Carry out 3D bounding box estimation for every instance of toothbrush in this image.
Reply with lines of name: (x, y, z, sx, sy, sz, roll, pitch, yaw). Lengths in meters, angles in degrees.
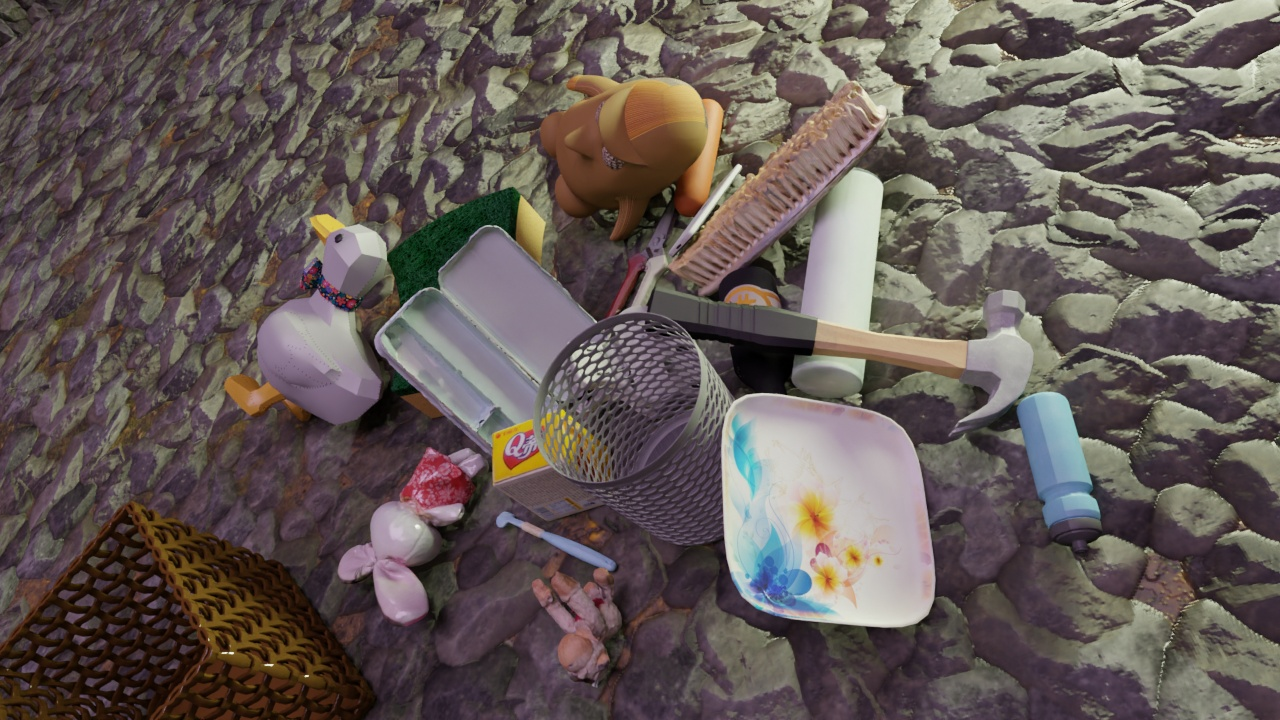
toothbrush: (-0.086, 0.182, 0.923, 0.155, 0.016, 0.022, 15, 38, 35)

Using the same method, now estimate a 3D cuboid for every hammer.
hammer: (0.168, -0.018, 0.802, 0.328, 0.039, 0.131, 10, 66, 8)

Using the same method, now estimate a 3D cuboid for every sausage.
sausage: (0.069, -0.241, 1.075, 0.039, 0.044, 0.164, 13, 64, -3)

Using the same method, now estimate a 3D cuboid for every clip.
clip: (-0.006, 0.005, 0.950, 0.143, 0.074, 0.124, -16, 53, -10)

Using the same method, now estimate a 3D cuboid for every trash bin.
trash bin: (0.018, 0.071, 0.821, 0.157, 0.183, 0.156, -15, 55, 22)

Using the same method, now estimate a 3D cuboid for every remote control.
remote control: (0.072, -0.165, 1.001, 0.045, 0.008, 0.146, -42, 10, 50)

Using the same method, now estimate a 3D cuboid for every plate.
plate: (0.150, 0.121, 0.746, 0.016, 0.186, 0.186, 127, 148, -57)

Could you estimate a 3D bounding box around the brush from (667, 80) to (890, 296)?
brush: (0.134, -0.164, 0.918, 0.272, 0.056, 0.083, -43, 15, 34)

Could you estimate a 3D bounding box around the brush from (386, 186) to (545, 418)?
brush: (-0.203, -0.071, 1.108, 0.195, 0.075, 0.249, -25, 52, 15)

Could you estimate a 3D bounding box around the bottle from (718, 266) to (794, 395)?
bottle: (0.118, -0.005, 0.890, 0.059, 0.059, 0.181, -21, 54, 18)

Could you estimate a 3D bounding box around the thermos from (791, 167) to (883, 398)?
thermos: (0.192, -0.078, 0.888, 0.068, 0.068, 0.229, -3, 60, 29)

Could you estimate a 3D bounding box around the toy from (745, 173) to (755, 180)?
toy: (0.169, -0.209, 1.000, 0.102, 0.041, 0.055, 7, 87, 24)

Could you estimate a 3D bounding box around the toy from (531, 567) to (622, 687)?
toy: (-0.057, 0.246, 0.840, 0.085, 0.074, 0.106, -30, 66, 52)

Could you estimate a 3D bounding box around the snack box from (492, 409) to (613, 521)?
snack box: (-0.086, 0.106, 0.911, 0.084, 0.106, 0.061, -20, 54, 18)

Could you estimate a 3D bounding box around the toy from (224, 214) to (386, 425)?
toy: (-0.386, -0.033, 1.132, 0.268, 0.140, 0.246, -47, 64, 16)

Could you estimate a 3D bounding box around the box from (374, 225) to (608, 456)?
box: (-0.147, -0.014, 0.969, 0.192, 0.210, 0.061, -52, 18, -17)

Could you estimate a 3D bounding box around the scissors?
scissors: (0.002, -0.107, 1.051, 0.146, 0.015, 0.187, -22, 51, 18)

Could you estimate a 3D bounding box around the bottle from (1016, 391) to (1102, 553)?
bottle: (0.330, 0.089, 0.722, 0.040, 0.040, 0.129, -15, 55, 22)

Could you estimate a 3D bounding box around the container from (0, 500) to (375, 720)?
container: (-0.459, 0.326, 0.922, 0.252, 0.214, 0.219, 33, 81, 39)

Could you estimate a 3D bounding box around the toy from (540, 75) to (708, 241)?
toy: (-0.014, -0.243, 1.023, 0.204, 0.162, 0.198, -10, 96, 53)

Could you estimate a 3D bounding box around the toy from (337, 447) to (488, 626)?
toy: (-0.238, 0.173, 0.976, 0.159, 0.084, 0.194, 13, 62, 44)
